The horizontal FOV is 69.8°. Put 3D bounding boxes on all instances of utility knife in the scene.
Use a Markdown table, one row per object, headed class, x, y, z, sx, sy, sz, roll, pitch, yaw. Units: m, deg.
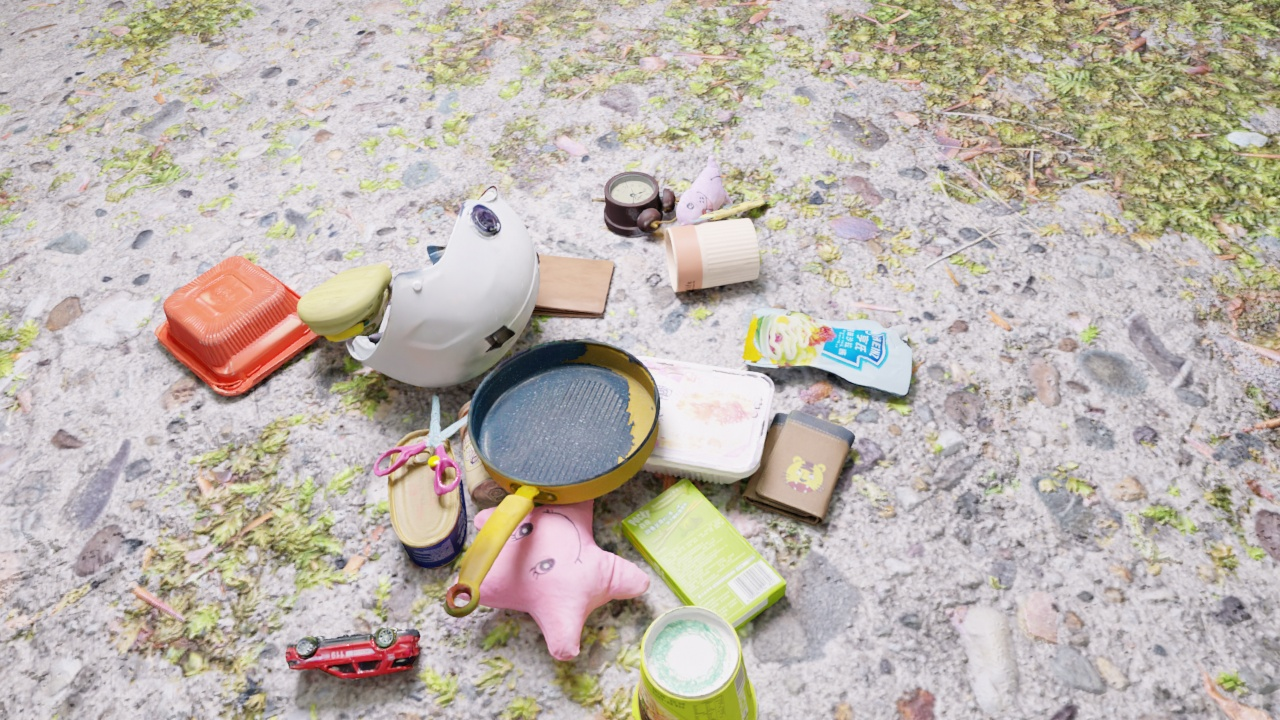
| class | x | y | z | sx | sy | sz | roll | pitch | yaw |
| --- | --- | --- | --- | --- | --- | --- | --- | --- | --- |
| utility knife | 0.115 | -0.194 | 1.208 | 0.031 | 0.020 | 0.187 | 1 | 21 | 37 |

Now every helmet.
| class | x | y | z | sx | sy | sz | roll | pitch | yaw |
| --- | --- | --- | --- | --- | --- | --- | --- | --- | --- |
| helmet | -0.202 | -0.070 | 1.063 | 0.146 | 0.230 | 0.257 | 41 | 46 | -12 |

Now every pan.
| class | x | y | z | sx | sy | sz | roll | pitch | yaw |
| --- | --- | --- | --- | --- | --- | --- | --- | --- | --- |
| pan | -0.100 | 0.103 | 0.879 | 0.198 | 0.078 | 0.356 | 8 | 48 | 15 |

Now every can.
| class | x | y | z | sx | sy | sz | roll | pitch | yaw |
| --- | --- | --- | --- | --- | --- | --- | --- | --- | --- |
| can | -0.162 | 0.098 | 0.989 | 0.058 | 0.059 | 0.116 | -13 | 48 | -6 |
| can | -0.222 | 0.143 | 0.961 | 0.074 | 0.049 | 0.148 | -12 | 48 | -6 |

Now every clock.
| class | x | y | z | sx | sy | sz | roll | pitch | yaw |
| --- | --- | --- | --- | --- | --- | --- | --- | --- | --- |
| clock | 0.000 | -0.211 | 1.252 | 0.122 | 0.055 | 0.081 | 23 | 54 | 22 |

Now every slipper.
| class | x | y | z | sx | sy | sz | roll | pitch | yaw |
| --- | --- | --- | --- | --- | --- | --- | --- | --- | --- |
| slipper | -0.355 | -0.067 | 1.146 | 0.092 | 0.082 | 0.190 | -12 | 21 | 5 |

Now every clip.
| class | x | y | z | sx | sy | sz | roll | pitch | yaw |
| --- | --- | --- | --- | --- | --- | --- | --- | --- | --- |
| clip | -0.259 | -0.147 | 1.243 | 0.058 | 0.027 | 0.045 | -18 | 41 | -15 |

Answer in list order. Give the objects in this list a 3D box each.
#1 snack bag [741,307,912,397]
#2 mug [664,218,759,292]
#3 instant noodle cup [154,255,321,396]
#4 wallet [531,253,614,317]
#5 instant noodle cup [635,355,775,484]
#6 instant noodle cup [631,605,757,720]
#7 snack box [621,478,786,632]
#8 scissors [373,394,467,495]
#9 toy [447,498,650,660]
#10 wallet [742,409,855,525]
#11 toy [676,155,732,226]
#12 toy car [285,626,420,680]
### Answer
| class | x | y | z | sx | sy | sz | roll | pitch | yaw |
| --- | --- | --- | --- | --- | --- | --- | --- | --- | --- |
| snack bag | 0.219 | -0.015 | 1.067 | 0.191 | 0.039 | 0.110 | 9 | 39 | 13 |
| mug | 0.088 | -0.138 | 1.169 | 0.106 | 0.082 | 0.114 | -8 | 18 | -4 |
| instant noodle cup | -0.508 | -0.055 | 1.150 | 0.189 | 0.079 | 0.164 | 31 | 59 | 26 |
| wallet | -0.097 | -0.097 | 1.185 | 0.115 | 0.020 | 0.101 | 5 | 48 | 7 |
| instant noodle cup | 0.051 | 0.072 | 0.990 | 0.173 | 0.060 | 0.137 | 7 | 50 | 14 |
| instant noodle cup | 0.043 | 0.268 | 0.771 | 0.112 | 0.124 | 0.111 | -3 | 48 | 3 |
| snack box | 0.060 | 0.193 | 0.903 | 0.085 | 0.026 | 0.156 | -32 | 53 | -21 |
| scissors | -0.223 | 0.089 | 0.964 | 0.131 | 0.017 | 0.133 | -13 | 49 | 0 |
| toy | -0.093 | 0.201 | 0.875 | 0.178 | 0.075 | 0.194 | -16 | 43 | -20 |
| wallet | 0.166 | 0.111 | 0.964 | 0.090 | 0.033 | 0.115 | 17 | 56 | 19 |
| toy | 0.084 | -0.210 | 1.230 | 0.039 | 0.084 | 0.107 | 4 | 47 | 41 |
| toy car | -0.265 | 0.272 | 0.848 | 0.120 | 0.053 | 0.045 | -4 | 73 | -3 |
